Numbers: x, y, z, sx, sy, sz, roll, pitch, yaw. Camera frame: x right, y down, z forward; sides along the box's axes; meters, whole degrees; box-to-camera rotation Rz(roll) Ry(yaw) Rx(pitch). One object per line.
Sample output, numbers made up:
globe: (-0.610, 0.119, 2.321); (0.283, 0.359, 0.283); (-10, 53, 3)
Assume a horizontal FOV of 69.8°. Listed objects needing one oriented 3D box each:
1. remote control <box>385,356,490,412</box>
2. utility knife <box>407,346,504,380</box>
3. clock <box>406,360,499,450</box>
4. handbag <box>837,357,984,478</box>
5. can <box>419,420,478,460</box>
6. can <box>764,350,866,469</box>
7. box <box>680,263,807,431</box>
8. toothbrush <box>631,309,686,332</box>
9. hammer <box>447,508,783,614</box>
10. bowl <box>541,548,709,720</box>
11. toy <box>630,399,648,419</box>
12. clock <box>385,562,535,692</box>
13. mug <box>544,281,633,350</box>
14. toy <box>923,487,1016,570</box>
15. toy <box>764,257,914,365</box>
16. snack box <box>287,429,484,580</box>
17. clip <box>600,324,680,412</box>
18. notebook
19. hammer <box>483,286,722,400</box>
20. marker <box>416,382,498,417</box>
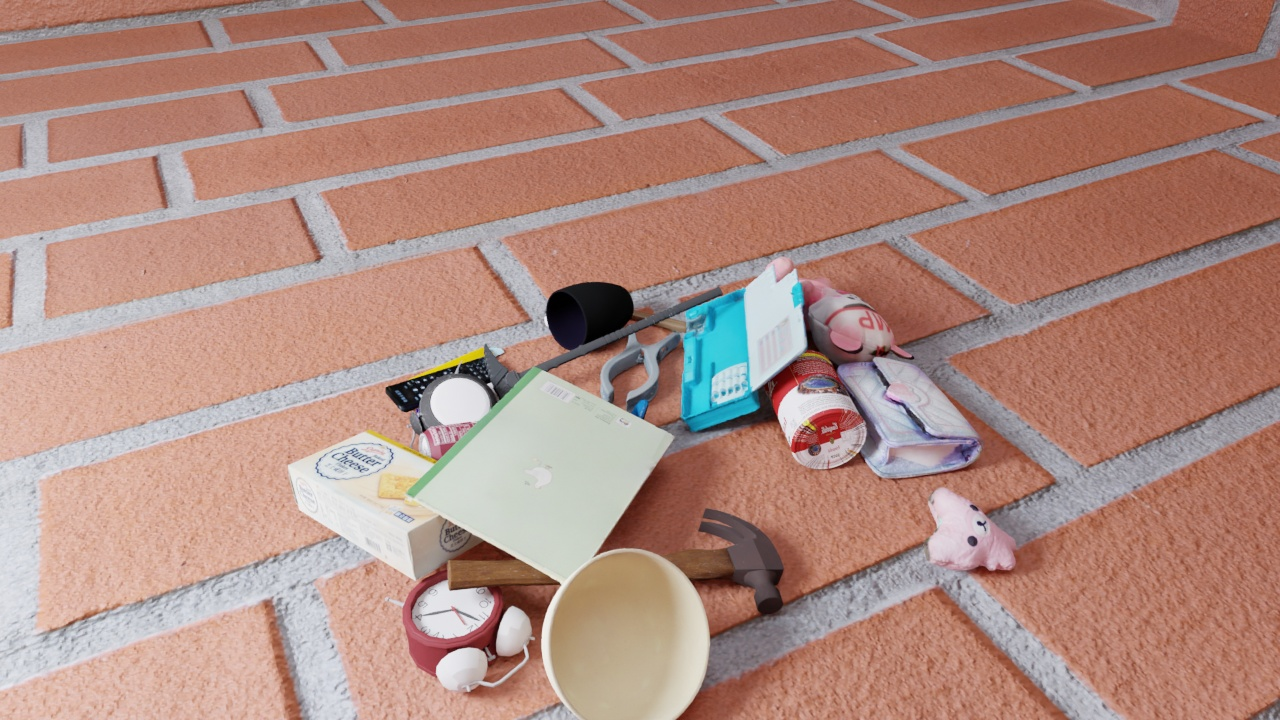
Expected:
remote control: (-0.238, 0.031, 1.136); (0.150, 0.022, 0.047); (-19, 44, -35)
utility knife: (-0.242, 0.014, 1.171); (0.162, 0.017, 0.030); (-29, 63, -34)
clock: (-0.213, 0.062, 1.061); (0.091, 0.044, 0.122); (33, 55, 4)
handbag: (0.310, 0.060, 1.077); (0.126, 0.069, 0.158); (-5, 34, -11)
can: (-0.180, 0.098, 1.007); (0.114, 0.063, 0.063); (-6, 36, -25)
can: (0.201, 0.056, 1.062); (0.086, 0.087, 0.116); (-5, 37, -8)
box: (0.132, -0.026, 1.138); (0.186, 0.056, 0.226); (-30, 30, 25)
toothbrush: (-0.009, -0.066, 1.283); (0.167, 0.016, 0.016); (16, 40, 18)
hammer: (-0.019, 0.196, 0.874); (0.322, 0.033, 0.115); (1, 36, -17)
bowl: (-0.023, 0.242, 0.793); (0.150, 0.075, 0.150); (9, 70, -25)
toy: (-0.063, 0.078, 1.049); (0.176, 0.071, 0.112); (17, 51, 21)
clock: (-0.161, 0.244, 0.836); (0.138, 0.048, 0.096); (28, 45, 34)
mug: (-0.073, -0.064, 1.238); (0.100, 0.085, 0.119); (-20, 11, -41)
toy: (0.335, 0.180, 0.929); (0.096, 0.053, 0.098); (21, 43, 6)
toy: (0.251, -0.055, 1.205); (0.141, 0.084, 0.213); (19, 18, -39)
snack box: (-0.252, 0.139, 0.928); (0.208, 0.057, 0.104); (17, 30, 37)
clip: (-0.020, 0.004, 1.179); (0.108, 0.028, 0.162); (14, 38, 15)
notebook: (-0.090, 0.104, 0.929); (0.182, 0.010, 0.251); (27, 36, 9)
hammer: (-0.039, -0.035, 1.159); (0.324, 0.015, 0.095); (-24, 81, -18)
marker: (-0.205, 0.048, 1.118); (0.133, 0.023, 0.027); (-21, -2, -26)
